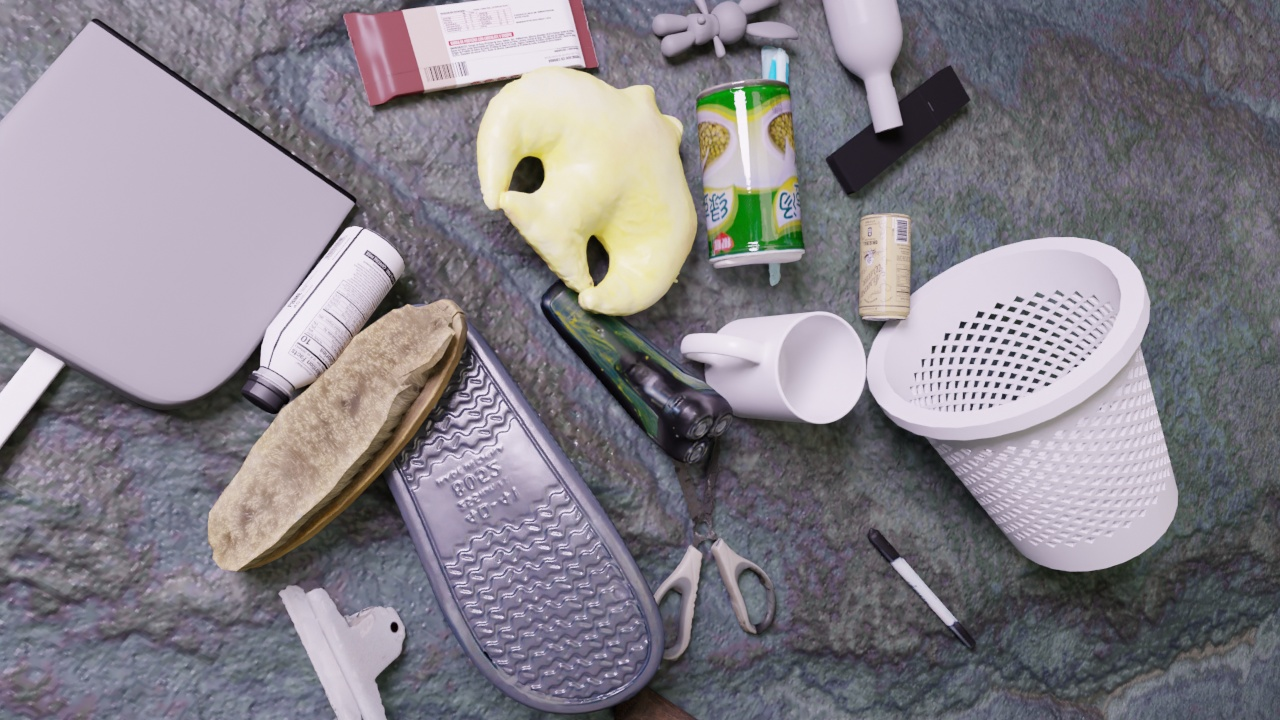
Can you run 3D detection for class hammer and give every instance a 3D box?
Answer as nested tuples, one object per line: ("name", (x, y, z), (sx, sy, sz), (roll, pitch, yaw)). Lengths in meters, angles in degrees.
("hammer", (0.078, 0.350, 0.659), (0.300, 0.037, 0.217), (39, 74, -20))

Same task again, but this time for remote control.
("remote control", (0.208, -0.186, 0.737), (0.149, 0.013, 0.034), (-39, 102, -21))

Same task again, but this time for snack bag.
("snack bag", (-0.104, -0.203, 0.586), (0.157, 0.013, 0.057), (-19, 100, -24))

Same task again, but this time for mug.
("mug", (0.083, 0.001, 0.632), (0.110, 0.091, 0.073), (15, 83, -25))

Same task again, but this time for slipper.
("slipper", (-0.087, 0.092, 0.564), (0.110, 0.083, 0.268), (-31, 86, -8))

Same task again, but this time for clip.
("clip", (-0.172, 0.173, 0.545), (0.058, 0.052, 0.102), (-20, 100, 4))

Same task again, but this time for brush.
("brush", (-0.168, 0.041, 0.507), (0.059, 0.043, 0.195), (44, 93, 8))

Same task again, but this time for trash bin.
("trash bin", (0.307, 0.046, 0.700), (0.195, 0.196, 0.199), (-48, 118, -19))

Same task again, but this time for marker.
("marker", (0.229, 0.186, 0.746), (0.152, 0.011, 0.011), (47, 71, -18))

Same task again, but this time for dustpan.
("dustpan", (-0.292, -0.032, 0.488), (0.163, 0.033, 0.257), (35, 66, -21))

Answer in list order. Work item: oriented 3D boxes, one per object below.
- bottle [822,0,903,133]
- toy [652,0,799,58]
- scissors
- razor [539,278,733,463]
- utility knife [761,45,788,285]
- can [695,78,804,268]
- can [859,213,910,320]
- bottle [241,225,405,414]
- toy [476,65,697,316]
("bottle", (0.166, -0.272, 0.695), (0.052, 0.052, 0.195), (-18, 97, -25))
("toy", (0.062, -0.242, 0.658), (0.111, 0.030, 0.049), (-18, 83, -20))
("scissors", (0.046, 0.141, 0.656), (0.157, 0.013, 0.165), (45, 72, -21))
("razor", (-0.004, 0.004, 0.606), (0.151, 0.067, 0.054), (45, 83, -10))
("utility knife", (0.099, -0.145, 0.682), (0.022, 0.015, 0.179), (3, 87, -25))
("can", (0.077, -0.128, 0.643), (0.067, 0.067, 0.121), (-6, 92, -26))
("can", (0.190, -0.072, 0.714), (0.038, 0.038, 0.079), (1, 89, -26))
("bottle", (-0.182, -0.022, 0.522), (0.041, 0.041, 0.115), (39, 65, -20))
("toy", (-0.024, -0.115, 0.593), (0.170, 0.065, 0.154), (47, 60, -22))
